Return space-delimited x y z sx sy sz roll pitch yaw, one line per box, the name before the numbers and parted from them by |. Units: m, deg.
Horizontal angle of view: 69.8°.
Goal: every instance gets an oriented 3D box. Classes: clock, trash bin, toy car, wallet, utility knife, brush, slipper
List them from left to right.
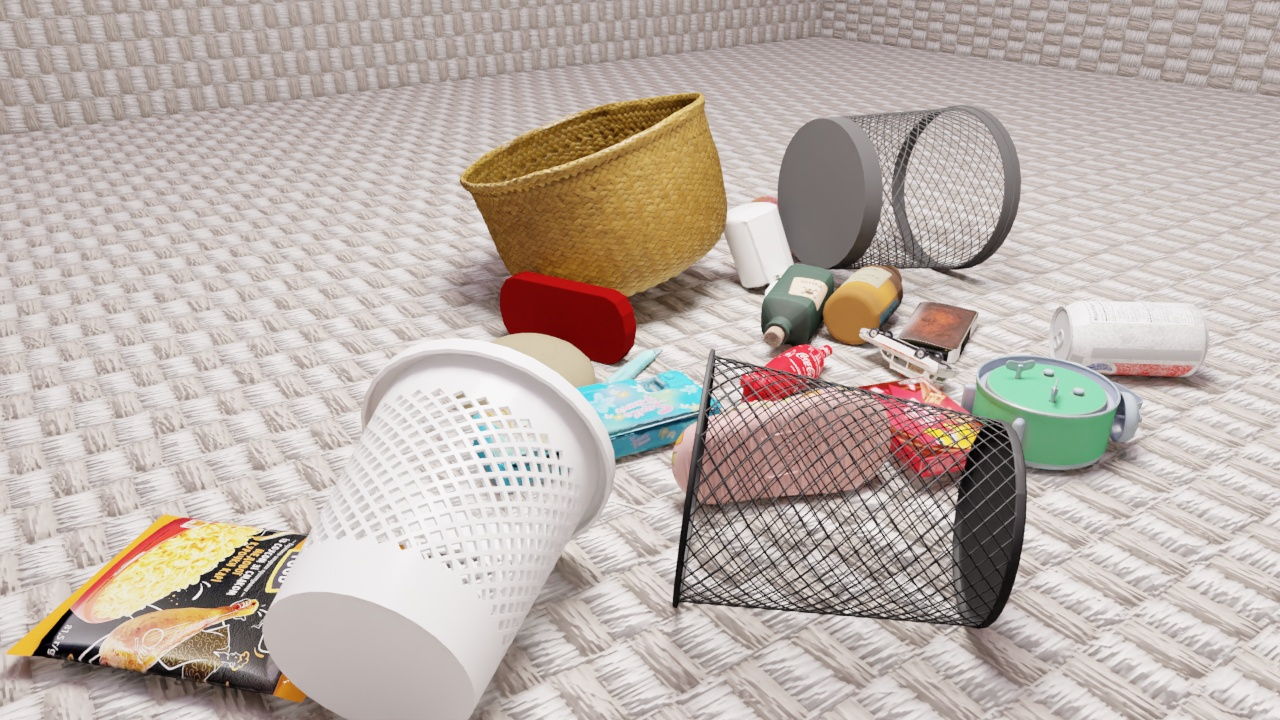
trash bin | -0.136 0.122 0.611 0.196 0.196 0.199 5 37 13
brush | -0.081 -0.053 1.053 0.174 0.082 0.041 14 30 27
utility knife | -0.006 0.006 1.008 0.022 0.015 0.125 14 28 24
slipper | 0.118 0.067 0.803 0.197 0.093 0.081 -8 17 -11
trash bin | 0.140 0.098 0.647 0.210 0.184 0.183 8 27 6
trash bin | 0.326 -0.220 1.197 0.227 0.218 0.218 -7 27 -24
toy car | 0.284 -0.003 0.988 0.039 0.039 0.113 9 15 -37
wallet | 0.347 -0.036 1.071 0.072 0.019 0.122 13 30 26
clock | 0.391 0.039 0.855 0.161 0.075 0.122 -8 27 -15

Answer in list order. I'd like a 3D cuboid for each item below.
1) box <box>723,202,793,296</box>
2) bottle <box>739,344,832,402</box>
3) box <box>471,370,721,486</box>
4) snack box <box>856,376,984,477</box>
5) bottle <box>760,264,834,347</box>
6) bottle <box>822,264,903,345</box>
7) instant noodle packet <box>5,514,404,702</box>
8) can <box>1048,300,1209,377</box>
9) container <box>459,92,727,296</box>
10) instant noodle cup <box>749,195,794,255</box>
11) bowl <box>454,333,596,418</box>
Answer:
box | 0.169 -0.132 1.183 0.083 0.140 0.142 -25 17 -15
bottle | 0.157 0.012 0.958 0.042 0.042 0.141 22 34 38
box | -0.041 0.059 0.871 0.226 0.041 0.094 -13 29 -23
snack box | 0.260 0.059 0.850 0.089 0.021 0.133 -9 29 -16
bottle | 0.177 -0.057 1.068 0.061 0.061 0.130 14 37 24
bottle | 0.278 -0.077 1.104 0.068 0.068 0.156 14 30 27
instant noodle packet | -0.303 0.171 0.667 0.221 0.032 0.159 5 27 11
can | 0.515 -0.023 0.974 0.136 0.078 0.078 2 27 6
container | -0.048 -0.198 1.162 0.307 0.197 0.306 -17 23 7
instant noodle cup | 0.214 -0.193 1.324 0.098 0.098 0.108 21 26 37
bowl | -0.121 0.011 0.961 0.152 0.050 0.152 -1 26 0
